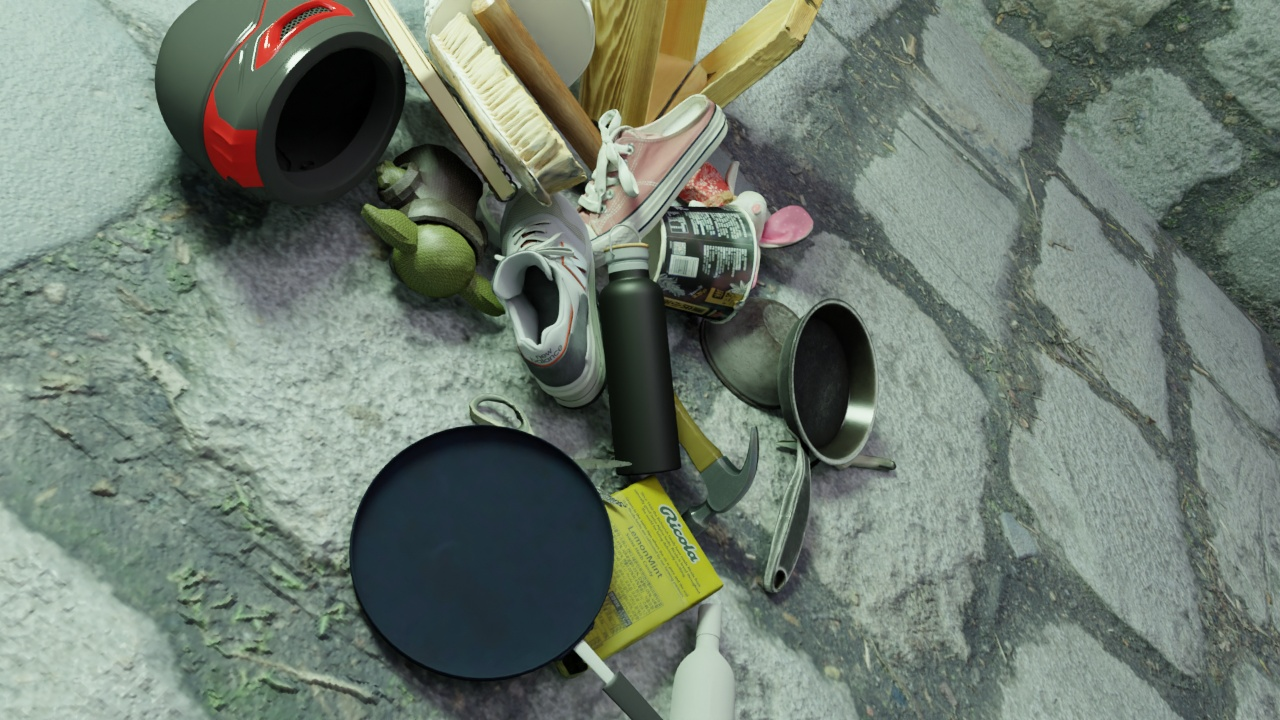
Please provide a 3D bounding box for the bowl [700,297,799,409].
[{"bbox_3d":[0.147,-0.021,1.076,0.145,0.067,0.144,23,45,-26],"label":"bowl"}]

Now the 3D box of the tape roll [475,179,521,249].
[{"bbox_3d":[-0.134,-0.152,0.976,0.093,0.018,0.093,24,44,-26],"label":"tape roll"}]

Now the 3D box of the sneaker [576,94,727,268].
[{"bbox_3d":[-0.014,-0.197,0.961,0.088,0.241,0.118,44,-2,-37],"label":"sneaker"}]

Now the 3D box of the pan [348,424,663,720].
[{"bbox_3d":[-0.063,0.196,0.685,0.356,0.021,0.198,44,59,11],"label":"pan"}]

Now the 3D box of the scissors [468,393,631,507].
[{"bbox_3d":[-0.094,0.084,0.791,0.157,0.013,0.168,-23,61,-33],"label":"scissors"}]

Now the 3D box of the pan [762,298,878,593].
[{"bbox_3d":[0.184,0.089,0.996,0.187,0.055,0.355,49,55,-33],"label":"pan"}]

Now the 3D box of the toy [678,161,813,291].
[{"bbox_3d":[0.116,-0.195,1.183,0.158,0.084,0.194,-40,88,-22],"label":"toy"}]

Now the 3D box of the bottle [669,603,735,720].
[{"bbox_3d":[0.050,0.290,0.746,0.052,0.053,0.194,30,43,-19],"label":"bottle"}]

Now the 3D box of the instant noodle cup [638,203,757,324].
[{"bbox_3d":[0.047,-0.114,1.021,0.112,0.138,0.137,6,54,-28],"label":"instant noodle cup"}]

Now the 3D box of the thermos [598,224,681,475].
[{"bbox_3d":[-0.004,-0.012,0.853,0.061,0.061,0.231,-4,87,-43],"label":"thermos"}]

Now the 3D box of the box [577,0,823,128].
[{"bbox_3d":[0.087,-0.415,1.183,0.264,0.270,0.278,18,40,5],"label":"box"}]

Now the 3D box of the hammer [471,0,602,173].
[{"bbox_3d":[-0.084,-0.283,1.019,0.301,0.037,0.157,49,32,-39],"label":"hammer"}]

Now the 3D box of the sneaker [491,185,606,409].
[{"bbox_3d":[-0.091,-0.080,0.850,0.124,0.089,0.239,44,29,-70],"label":"sneaker"}]

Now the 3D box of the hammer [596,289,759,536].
[{"bbox_3d":[-0.005,0.005,0.903,0.333,0.118,0.025,52,22,15],"label":"hammer"}]

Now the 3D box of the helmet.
[{"bbox_3d":[-0.307,-0.238,0.781,0.170,0.165,0.263,21,40,14],"label":"helmet"}]

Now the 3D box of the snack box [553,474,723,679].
[{"bbox_3d":[-0.025,0.180,0.778,0.180,0.045,0.121,-18,68,-45],"label":"snack box"}]

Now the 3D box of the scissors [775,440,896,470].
[{"bbox_3d":[0.239,0.100,1.099,0.179,0.015,0.194,34,42,-14],"label":"scissors"}]

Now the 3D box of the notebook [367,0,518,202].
[{"bbox_3d":[-0.197,-0.264,0.895,0.225,0.024,0.167,56,-1,41],"label":"notebook"}]

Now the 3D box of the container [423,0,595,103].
[{"bbox_3d":[-0.154,-0.424,1.050,0.189,0.190,0.186,14,51,-33],"label":"container"}]

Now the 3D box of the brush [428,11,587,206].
[{"bbox_3d":[-0.137,-0.249,0.899,0.271,0.056,0.083,56,2,35],"label":"brush"}]

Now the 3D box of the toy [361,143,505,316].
[{"bbox_3d":[-0.192,-0.126,0.854,0.179,0.078,0.152,40,35,-47],"label":"toy"}]
